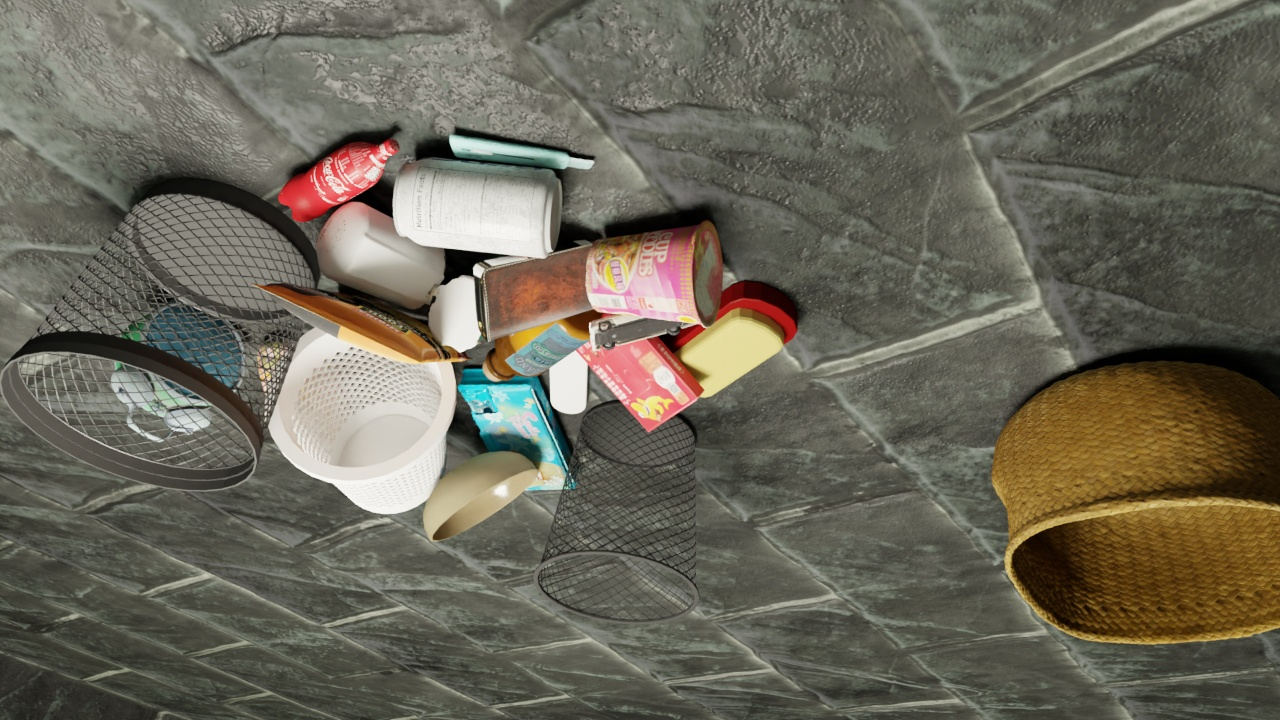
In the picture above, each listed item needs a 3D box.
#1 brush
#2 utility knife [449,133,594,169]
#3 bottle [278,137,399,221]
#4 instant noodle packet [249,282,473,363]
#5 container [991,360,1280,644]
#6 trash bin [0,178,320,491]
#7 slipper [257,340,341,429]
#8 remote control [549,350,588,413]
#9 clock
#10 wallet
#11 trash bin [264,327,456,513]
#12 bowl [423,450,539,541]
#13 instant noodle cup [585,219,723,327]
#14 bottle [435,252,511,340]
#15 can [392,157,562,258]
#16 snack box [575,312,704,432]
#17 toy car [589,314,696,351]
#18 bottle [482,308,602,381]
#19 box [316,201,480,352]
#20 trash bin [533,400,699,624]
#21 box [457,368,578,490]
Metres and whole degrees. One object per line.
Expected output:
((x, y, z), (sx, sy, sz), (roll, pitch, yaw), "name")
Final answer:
((0.085, -0.014, 0.954), (0.082, 0.041, 0.174), (28, 138, -24), "brush")
((-0.103, -0.181, 0.801), (0.126, 0.015, 0.022), (7, 138, -3), "utility knife")
((-0.270, -0.166, 0.827), (0.142, 0.041, 0.042), (-19, 135, 31), "bottle")
((-0.256, -0.034, 0.885), (0.160, 0.032, 0.220), (25, -179, 1), "instant noodle packet")
((0.530, 0.142, 0.947), (0.307, 0.196, 0.308), (7, 143, 5), "container")
((-0.439, -0.028, 0.885), (0.218, 0.226, 0.218), (5, 142, 4), "trash bin")
((-0.412, 0.056, 1.110), (0.093, 0.081, 0.198), (9, 145, -2), "slipper")
((-0.082, 0.018, 1.052), (0.043, 0.013, 0.137), (8, 142, 1), "remote control")
((-0.513, 0.015, 1.009), (0.076, 0.161, 0.122), (-21, 134, 31), "clock")
((-0.095, -0.067, 0.854), (0.122, 0.019, 0.072), (-18, 123, -32), "wallet")
((-0.300, 0.080, 1.051), (0.195, 0.195, 0.200), (9, 152, 0), "trash bin")
((-0.200, 0.155, 1.109), (0.050, 0.152, 0.153), (55, 140, 13), "bowl")
((0.012, -0.080, 0.851), (0.109, 0.097, 0.098), (2, 143, 21), "instant noodle cup")
((-0.139, -0.071, 0.908), (0.132, 0.061, 0.061), (-24, 130, 35), "bottle")
((-0.142, -0.135, 0.812), (0.136, 0.078, 0.078), (6, 142, 3), "can")
((-0.006, 0.006, 0.967), (0.133, 0.021, 0.090), (48, 134, -5), "snack box")
((0.002, -0.043, 0.911), (0.113, 0.039, 0.039), (-14, 143, -9), "toy car")
((-0.112, -0.021, 0.962), (0.068, 0.067, 0.157), (32, 137, -27), "bottle")
((-0.217, -0.076, 0.856), (0.140, 0.141, 0.083), (23, 100, -45), "box")
((-0.015, 0.172, 1.075), (0.184, 0.209, 0.184), (5, 142, 4), "trash bin")
((-0.146, 0.091, 1.134), (0.094, 0.041, 0.227), (-1, 141, 12), "box")
